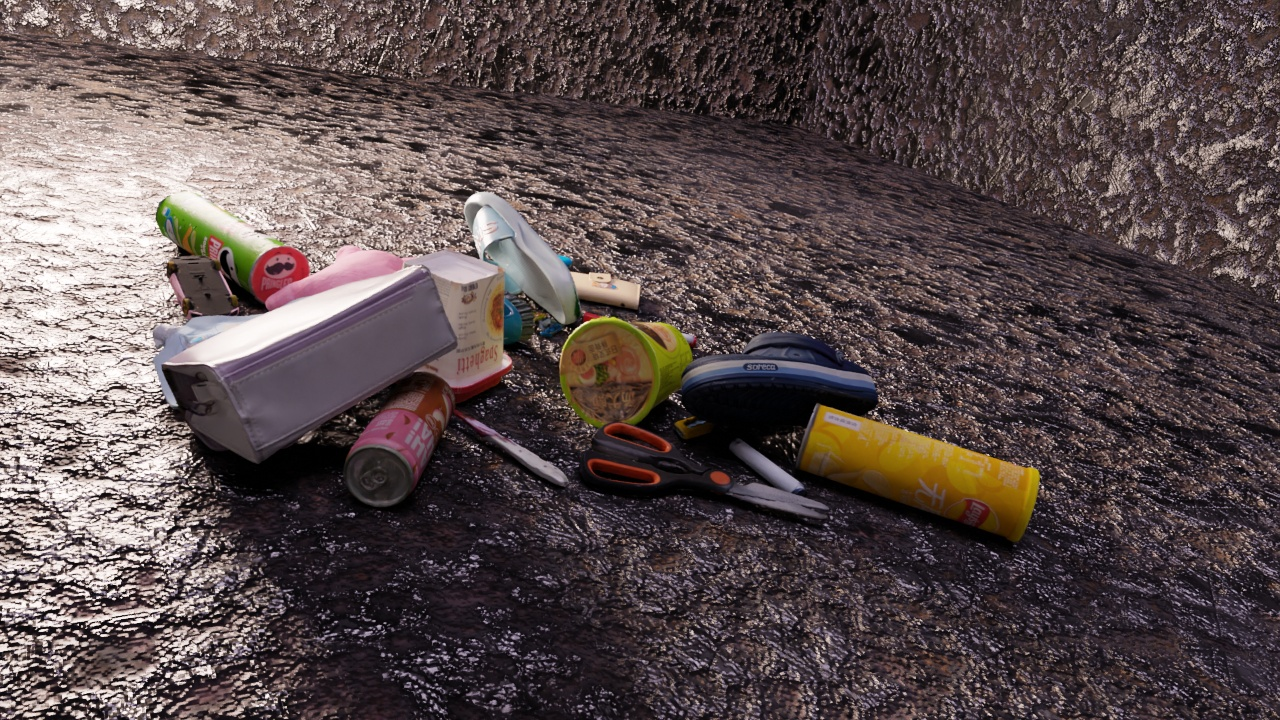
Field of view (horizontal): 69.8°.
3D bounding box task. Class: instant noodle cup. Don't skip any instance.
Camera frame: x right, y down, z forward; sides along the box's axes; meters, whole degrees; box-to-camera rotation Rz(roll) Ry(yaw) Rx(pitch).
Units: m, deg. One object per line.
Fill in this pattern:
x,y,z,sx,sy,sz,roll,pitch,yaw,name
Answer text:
-0.193,-0.038,0.924,0.117,0.124,0.116,20,24,21,instant noodle cup
-0.006,0.006,0.949,0.112,0.112,0.123,21,17,22,instant noodle cup

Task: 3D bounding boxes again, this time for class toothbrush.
-0.138,0.072,0.836,0.188,0.017,0.016,27,24,28,toothbrush

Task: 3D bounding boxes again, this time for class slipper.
0.151,0.014,0.947,0.252,0.105,0.095,7,58,-38,slipper
-0.162,-0.123,1.182,0.074,0.104,0.245,-31,53,-22,slipper

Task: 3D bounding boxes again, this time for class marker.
0.114,0.098,0.890,0.022,0.018,0.131,5,21,-39,marker
-0.001,-0.038,1.158,0.145,0.017,0.017,12,23,2,marker

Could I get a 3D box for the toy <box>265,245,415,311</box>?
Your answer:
-0.302,-0.069,1.006,0.179,0.075,0.194,13,34,14,toy

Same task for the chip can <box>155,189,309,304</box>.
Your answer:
-0.487,-0.136,1.087,0.236,0.072,0.072,27,27,34,chip can

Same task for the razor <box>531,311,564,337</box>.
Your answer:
-0.164,-0.062,1.131,0.143,0.022,0.042,18,21,16,razor

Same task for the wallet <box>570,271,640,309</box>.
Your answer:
-0.057,-0.101,1.275,0.115,0.024,0.087,10,21,-2,wallet

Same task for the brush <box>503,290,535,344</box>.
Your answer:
-0.190,-0.060,1.067,0.144,0.055,0.073,29,27,35,brush

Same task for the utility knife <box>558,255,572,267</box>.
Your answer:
-0.177,-0.122,1.273,0.034,0.018,0.224,25,27,28,utility knife

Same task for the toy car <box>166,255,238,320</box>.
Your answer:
-0.475,-0.074,0.993,0.056,0.037,0.122,-10,43,-36,toy car

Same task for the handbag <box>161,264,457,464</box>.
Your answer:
-0.276,-0.002,0.773,0.145,0.098,0.196,10,33,44,handbag

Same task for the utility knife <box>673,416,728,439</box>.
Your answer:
0.091,0.060,0.970,0.033,0.015,0.156,27,27,38,utility knife

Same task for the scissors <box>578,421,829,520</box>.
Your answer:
0.053,0.117,0.819,0.235,0.022,0.152,27,34,25,scissors

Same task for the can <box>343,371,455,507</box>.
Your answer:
-0.199,0.062,0.770,0.058,0.058,0.147,11,23,-2,can

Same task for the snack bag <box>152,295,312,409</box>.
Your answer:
-0.354,-0.013,0.865,0.190,0.039,0.110,-17,61,-31,snack bag

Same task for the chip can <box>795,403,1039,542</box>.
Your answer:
0.260,0.104,0.874,0.213,0.072,0.071,17,23,14,chip can
